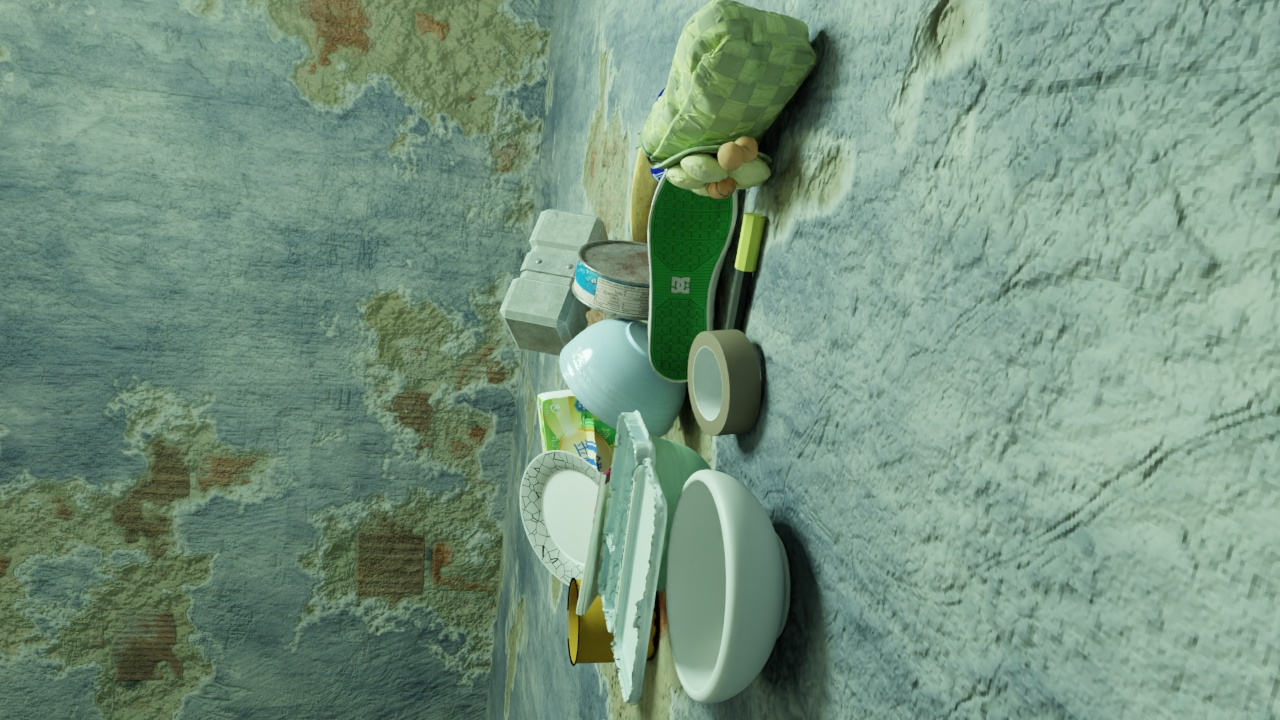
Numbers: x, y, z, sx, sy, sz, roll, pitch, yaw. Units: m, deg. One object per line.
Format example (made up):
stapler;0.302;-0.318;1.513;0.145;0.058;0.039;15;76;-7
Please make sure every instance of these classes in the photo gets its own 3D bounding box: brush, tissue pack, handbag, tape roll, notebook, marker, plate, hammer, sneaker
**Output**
brush;0.021;-0.227;1.106;0.043;0.059;0.196;-94;14;-69
tissue pack;-0.073;0.137;1.233;0.141;0.120;0.198;-164;61;-78
handbag;0.071;-0.203;0.764;0.187;0.113;0.116;124;141;-64
tape roll;0.073;0.020;0.819;0.094;0.030;0.093;175;90;-71
notebook;-0.023;0.173;1.011;0.208;0.012;0.153;-21;-57;-75
marker;0.092;-0.072;0.831;0.021;0.017;0.124;-112;27;-64
plate;-0.084;0.205;1.182;0.189;0.016;0.189;13;110;38
hammer;-0.084;-0.038;1.220;0.318;0.083;0.162;75;-151;-59
sneaker;0.046;-0.101;0.918;0.079;0.084;0.235;-83;0;-75

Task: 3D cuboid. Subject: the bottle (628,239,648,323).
bottle;0.003;-0.082;1.137;0.166;0.059;0.059;-99;18;-46

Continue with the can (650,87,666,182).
can;0.048;-0.248;0.999;0.092;0.056;0.116;-144;59;-77

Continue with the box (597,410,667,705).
box;-0.007;0.170;0.822;0.189;0.037;0.209;-122;36;-65

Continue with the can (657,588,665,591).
can;0.014;0.235;1.029;0.080;0.038;0.038;152;121;-75

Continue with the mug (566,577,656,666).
mug;-0.033;0.299;1.085;0.100;0.094;0.124;-107;22;-57

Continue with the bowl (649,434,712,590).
bowl;0.035;0.146;0.878;0.151;0.077;0.151;-177;91;-77

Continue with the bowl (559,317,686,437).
bowl;-0.006;0.006;0.999;0.075;0.150;0.150;-52;29;28

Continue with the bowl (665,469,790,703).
bowl;0.073;0.176;0.721;0.177;0.066;0.176;-177;91;-77

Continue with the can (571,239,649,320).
can;-0.010;-0.092;1.035;0.129;0.130;0.044;-109;26;-60
